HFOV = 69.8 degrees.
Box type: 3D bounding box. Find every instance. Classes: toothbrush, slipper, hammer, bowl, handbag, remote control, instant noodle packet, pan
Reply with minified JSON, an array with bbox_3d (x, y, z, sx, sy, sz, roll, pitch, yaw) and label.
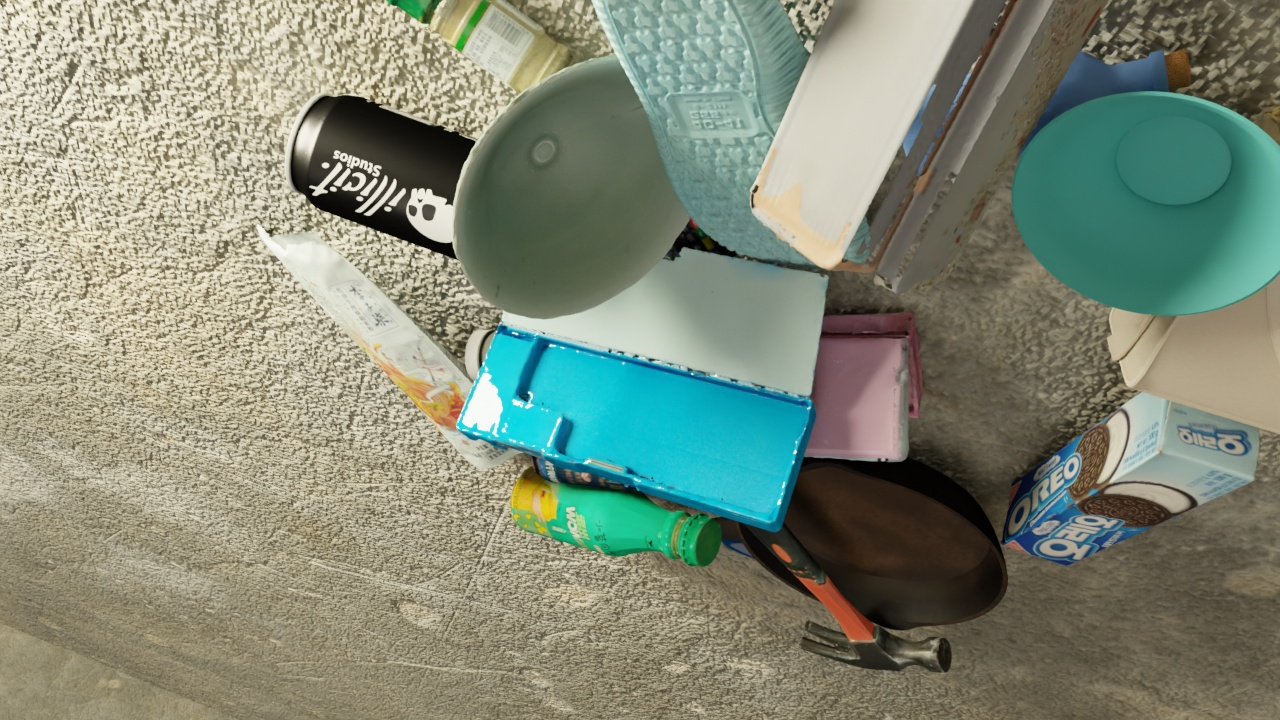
[{"bbox_3d":[0.142,0.192,0.895,0.132,0.016,0.021,14,106,9],"label":"toothbrush"},{"bbox_3d":[0.058,-0.141,0.501,0.116,0.069,0.276,2,152,28],"label":"slipper"},{"bbox_3d":[0.135,0.170,0.790,0.133,0.033,0.333,-13,127,43],"label":"hammer"},{"bbox_3d":[-0.046,-0.114,0.556,0.068,0.174,0.174,46,157,37],"label":"bowl"},{"bbox_3d":[0.371,-0.054,0.455,0.194,0.101,0.198,17,129,5],"label":"handbag"},{"bbox_3d":[0.000,-0.073,0.647,0.141,0.021,0.045,-16,126,32],"label":"remote control"},{"bbox_3d":[-0.207,-0.010,0.774,0.147,0.057,0.269,9,147,49],"label":"instant noodle packet"},{"bbox_3d":[0.141,0.148,0.821,0.357,0.043,0.249,0,136,32],"label":"pan"},{"bbox_3d":[0.246,-0.083,0.435,0.121,0.046,0.121,29,147,21],"label":"bowl"}]

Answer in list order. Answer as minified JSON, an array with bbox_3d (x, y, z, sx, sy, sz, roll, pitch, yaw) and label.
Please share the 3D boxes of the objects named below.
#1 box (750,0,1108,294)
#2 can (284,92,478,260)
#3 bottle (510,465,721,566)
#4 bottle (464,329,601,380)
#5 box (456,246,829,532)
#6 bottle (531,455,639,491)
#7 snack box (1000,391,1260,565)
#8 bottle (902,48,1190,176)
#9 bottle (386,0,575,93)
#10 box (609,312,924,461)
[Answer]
[{"bbox_3d":[0.134,-0.143,0.414,0.108,0.094,0.217,32,118,18],"label":"box"},{"bbox_3d":[-0.151,-0.120,0.611,0.146,0.080,0.080,20,142,1],"label":"can"},{"bbox_3d":[-0.024,0.145,0.842,0.210,0.067,0.068,7,141,37],"label":"bottle"},{"bbox_3d":[-0.083,-0.001,0.736,0.108,0.060,0.060,3,138,21],"label":"bottle"},{"bbox_3d":[0.002,0.004,0.640,0.244,0.174,0.063,14,-176,21],"label":"box"},{"bbox_3d":[-0.016,0.087,0.812,0.161,0.056,0.056,3,138,20],"label":"bottle"},{"bbox_3d":[0.315,0.081,0.614,0.059,0.059,0.227,17,157,5],"label":"snack box"},{"bbox_3d":[0.202,-0.130,0.465,0.131,0.047,0.048,-8,133,32],"label":"bottle"},{"bbox_3d":[-0.091,-0.194,0.530,0.110,0.042,0.043,33,140,-16],"label":"bottle"},{"bbox_3d":[0.079,0.026,0.665,0.233,0.098,0.099,2,139,23],"label":"box"}]
